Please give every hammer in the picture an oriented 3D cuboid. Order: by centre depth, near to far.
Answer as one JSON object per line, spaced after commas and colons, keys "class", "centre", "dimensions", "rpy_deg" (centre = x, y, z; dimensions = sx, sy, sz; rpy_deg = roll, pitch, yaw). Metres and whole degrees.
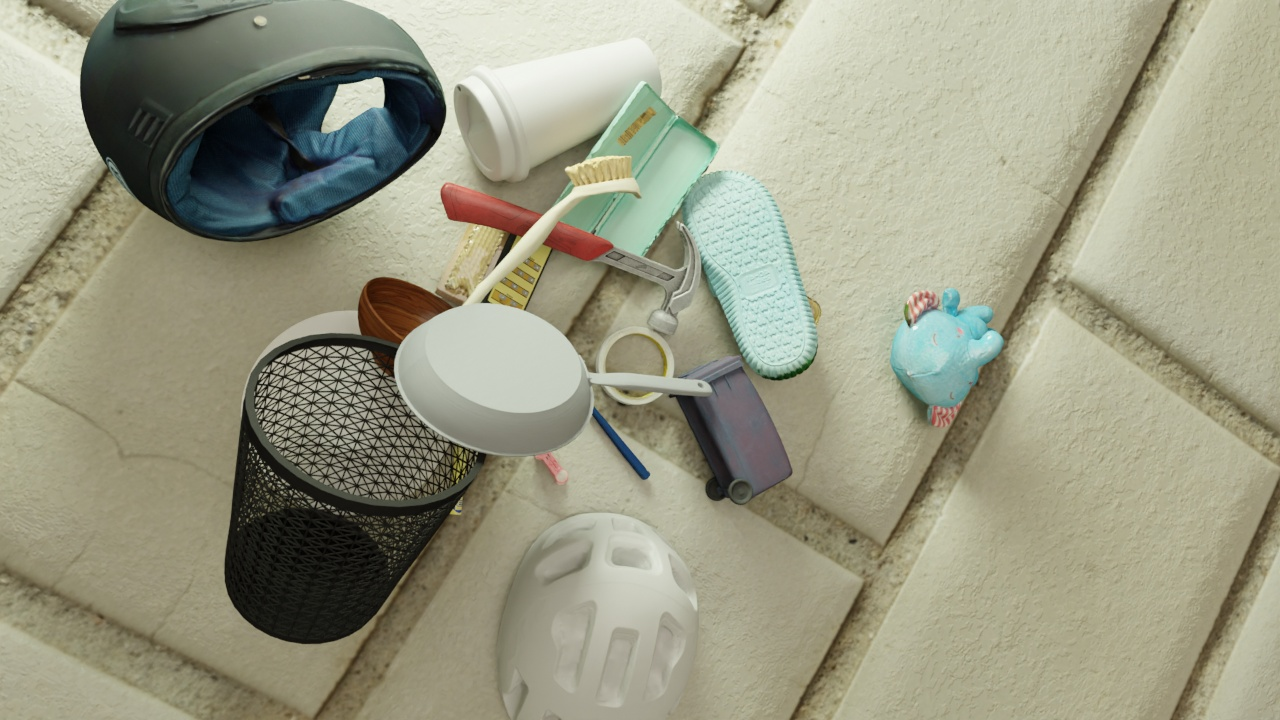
{"class": "hammer", "centre": [-0.075, -0.137, 1.047], "dimensions": [0.315, 0.036, 0.126], "rpy_deg": [19, 102, -20]}

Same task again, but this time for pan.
{"class": "pan", "centre": [-0.071, 0.014, 0.945], "dimensions": [0.356, 0.051, 0.200], "rpy_deg": [1, 44, -27]}

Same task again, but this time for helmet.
{"class": "helmet", "centre": [-0.383, -0.277, 0.914], "dimensions": [0.315, 0.249, 0.236], "rpy_deg": [-28, 65, -13]}
{"class": "helmet", "centre": [-0.049, 0.323, 1.039], "dimensions": [0.224, 0.183, 0.283], "rpy_deg": [19, 103, -8]}

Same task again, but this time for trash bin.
{"class": "trash bin", "centre": [-0.293, 0.136, 0.891], "dimensions": [0.217, 0.216, 0.244], "rpy_deg": [23, 123, -12]}
{"class": "trash bin", "centre": [0.102, 0.081, 1.091], "dimensions": [0.092, 0.094, 0.161], "rpy_deg": [-26, 91, -14]}

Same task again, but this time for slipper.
{"class": "slipper", "centre": [0.135, -0.103, 1.099], "dimensions": [0.116, 0.069, 0.276], "rpy_deg": [-23, 74, 14]}

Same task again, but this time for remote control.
{"class": "remote control", "centre": [-0.147, -0.091, 1.063], "dimensions": [0.058, 0.013, 0.133], "rpy_deg": [31, 79, -43]}

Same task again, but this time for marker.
{"class": "marker", "centre": [-0.206, 0.110, 1.052], "dimensions": [0.014, 0.014, 0.132], "rpy_deg": [6, 86, -14]}

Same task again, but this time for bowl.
{"class": "bowl", "centre": [-0.249, -0.018, 0.996], "dimensions": [0.147, 0.147, 0.069], "rpy_deg": [35, 108, -10]}

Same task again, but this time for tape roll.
{"class": "tape roll", "centre": [-0.007, 0.006, 1.104], "dimensions": [0.094, 0.019, 0.094], "rpy_deg": [1, 87, -14]}

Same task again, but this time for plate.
{"class": "plate", "centre": [-0.322, 0.057, 1.017], "dimensions": [0.229, 0.030, 0.229], "rpy_deg": [1, 87, -14]}

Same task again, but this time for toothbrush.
{"class": "toothbrush", "centre": [-0.047, 0.065, 1.093], "dimensions": [0.017, 0.016, 0.190], "rpy_deg": [-39, 96, -20]}

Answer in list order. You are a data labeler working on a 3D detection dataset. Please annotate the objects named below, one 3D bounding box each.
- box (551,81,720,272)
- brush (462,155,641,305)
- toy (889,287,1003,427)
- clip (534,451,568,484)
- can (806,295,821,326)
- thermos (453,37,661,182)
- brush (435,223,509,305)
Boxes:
{"class": "box", "centre": [-0.008, -0.213, 1.080], "dimensions": [0.138, 0.057, 0.187], "rpy_deg": [36, 92, -21]}
{"class": "brush", "centre": [-0.111, -0.130, 0.993], "dimensions": [0.272, 0.062, 0.077], "rpy_deg": [-41, 91, -2]}
{"class": "toy", "centre": [0.405, -0.014, 1.169], "dimensions": [0.180, 0.115, 0.183], "rpy_deg": [-23, 102, -26]}
{"class": "clip", "centre": [-0.103, 0.122, 1.067], "dimensions": [0.023, 0.044, 0.060], "rpy_deg": [-35, 109, -17]}
{"class": "can", "centre": [0.177, -0.035, 1.132], "dimensions": [0.054, 0.059, 0.099], "rpy_deg": [27, 80, -11]}
{"class": "thermos", "centre": [-0.089, -0.297, 1.053], "dimensions": [0.221, 0.132, 0.131], "rpy_deg": [-27, 94, -22]}
{"class": "brush", "centre": [-0.189, -0.119, 1.056], "dimensions": [0.049, 0.039, 0.117], "rpy_deg": [27, 79, -10]}
